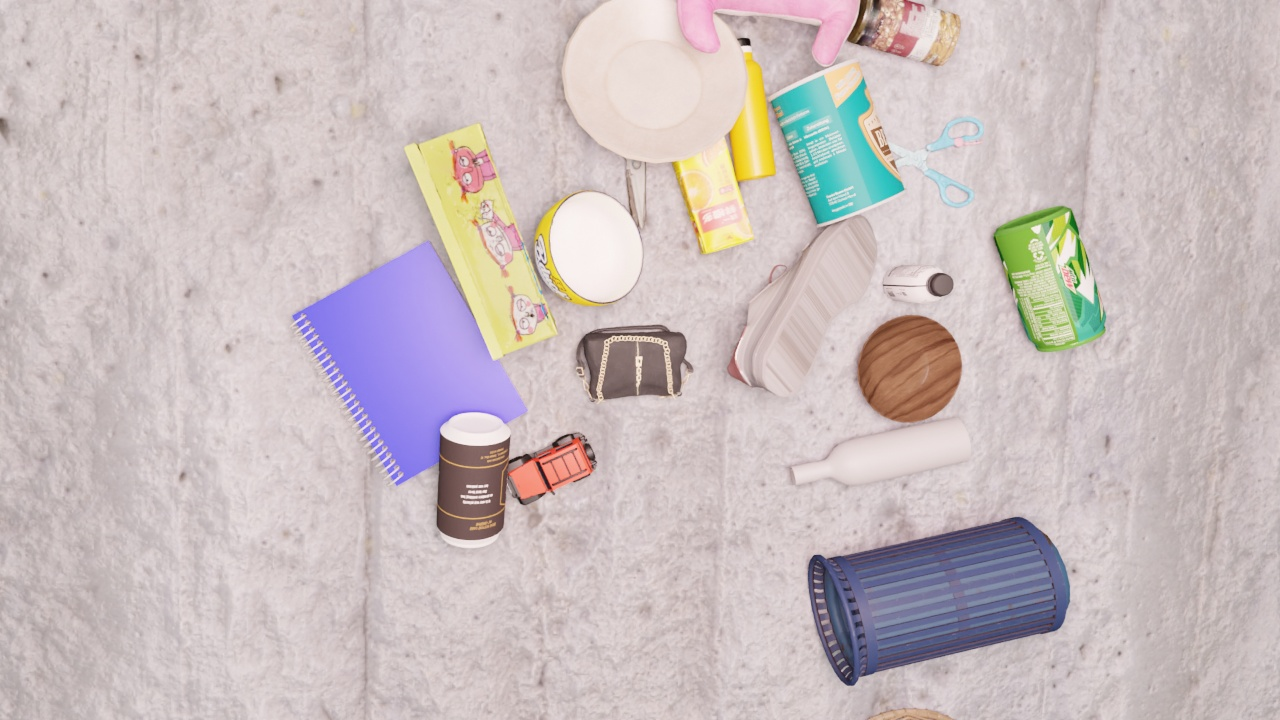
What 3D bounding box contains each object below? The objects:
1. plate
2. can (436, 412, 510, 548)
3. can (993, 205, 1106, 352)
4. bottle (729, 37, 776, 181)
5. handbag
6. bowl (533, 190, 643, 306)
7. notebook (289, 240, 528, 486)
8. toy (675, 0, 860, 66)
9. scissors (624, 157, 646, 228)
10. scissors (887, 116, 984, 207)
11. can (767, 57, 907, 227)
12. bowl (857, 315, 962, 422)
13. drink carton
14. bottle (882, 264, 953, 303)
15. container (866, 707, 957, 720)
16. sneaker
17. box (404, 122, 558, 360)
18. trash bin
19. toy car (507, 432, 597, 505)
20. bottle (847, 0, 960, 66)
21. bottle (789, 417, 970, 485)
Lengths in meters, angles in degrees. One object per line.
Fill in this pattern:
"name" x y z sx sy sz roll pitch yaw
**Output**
"plate" 0.015 -0.287 0.942 0.188 0.027 0.188 1 80 -4
"can" -0.175 0.124 0.958 0.072 0.072 0.129 5 109 -6
"can" 0.450 -0.089 1.006 0.083 0.083 0.144 -22 98 -3
"bottle" 0.113 -0.266 0.974 0.043 0.043 0.143 -10 97 -5
"handbag" -0.006 0.006 0.992 0.128 0.054 0.079 -2 107 -9
"bowl" -0.062 -0.112 0.950 0.117 0.068 0.117 4 83 -37
"notebook" -0.246 0.006 0.977 0.171 0.022 0.209 -30 98 -4
"toy" 0.100 -0.394 0.893 0.265 0.128 0.186 15 68 -9
"scissors" -0.001 -0.243 0.979 0.140 0.015 0.189 -36 99 -3
"scissors" 0.323 -0.212 1.020 0.139 0.015 0.118 -18 96 2
"can" 0.206 -0.226 0.959 0.099 0.099 0.144 -23 98 -3
"bowl" 0.295 0.008 1.026 0.119 0.032 0.119 -1 96 -6
"drink carton" 0.073 -0.185 0.980 0.058 0.043 0.134 -18 96 -1
"bottle" 0.297 -0.081 0.975 0.041 0.116 0.041 -1 96 -6
"container" 0.325 0.532 0.999 0.227 0.196 0.227 -1 96 -6
"sneaker" 0.166 -0.065 0.984 0.235 0.090 0.099 -54 126 -22
"box" -0.155 -0.115 0.924 0.079 0.124 0.221 -19 99 -4
"trash bin" 0.326 0.257 1.004 0.249 0.139 0.139 -11 97 -6
"toy car" -0.097 0.117 0.989 0.100 0.049 0.051 -24 98 -3
"bottle" 0.279 -0.353 0.975 0.105 0.056 0.056 13 94 -7
"bottle" 0.264 0.108 1.023 0.195 0.052 0.052 -12 97 -4
